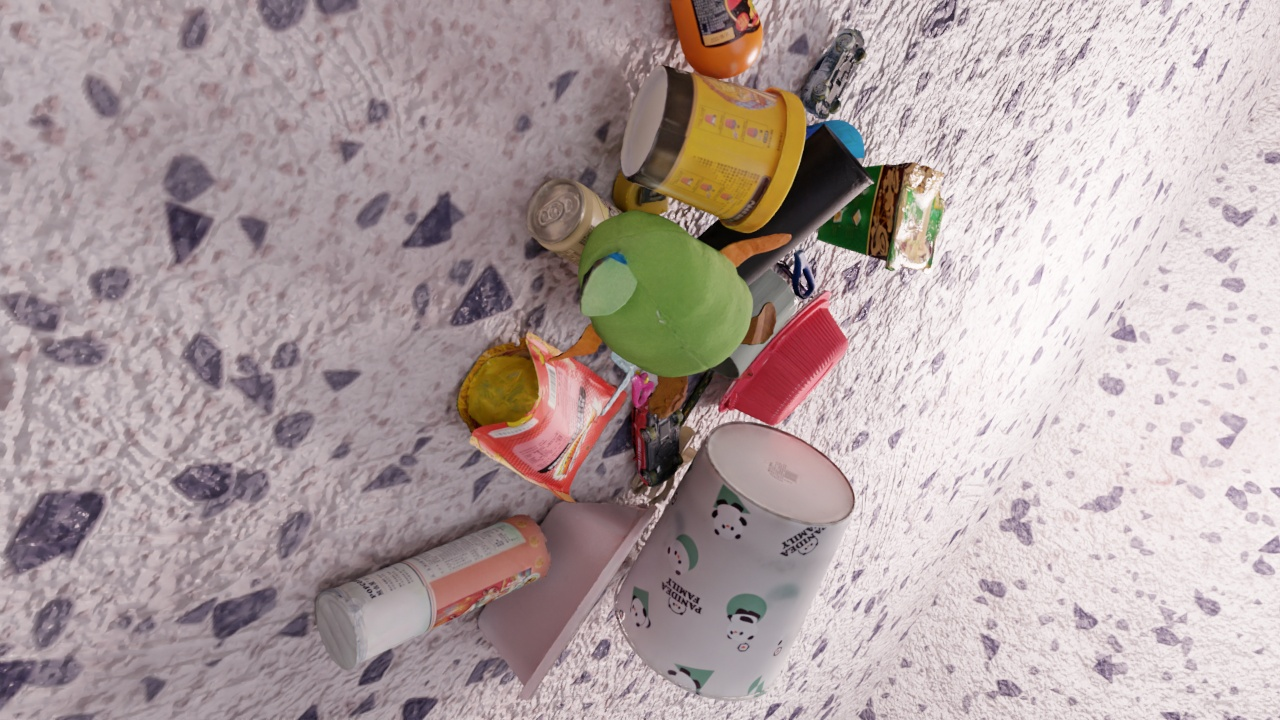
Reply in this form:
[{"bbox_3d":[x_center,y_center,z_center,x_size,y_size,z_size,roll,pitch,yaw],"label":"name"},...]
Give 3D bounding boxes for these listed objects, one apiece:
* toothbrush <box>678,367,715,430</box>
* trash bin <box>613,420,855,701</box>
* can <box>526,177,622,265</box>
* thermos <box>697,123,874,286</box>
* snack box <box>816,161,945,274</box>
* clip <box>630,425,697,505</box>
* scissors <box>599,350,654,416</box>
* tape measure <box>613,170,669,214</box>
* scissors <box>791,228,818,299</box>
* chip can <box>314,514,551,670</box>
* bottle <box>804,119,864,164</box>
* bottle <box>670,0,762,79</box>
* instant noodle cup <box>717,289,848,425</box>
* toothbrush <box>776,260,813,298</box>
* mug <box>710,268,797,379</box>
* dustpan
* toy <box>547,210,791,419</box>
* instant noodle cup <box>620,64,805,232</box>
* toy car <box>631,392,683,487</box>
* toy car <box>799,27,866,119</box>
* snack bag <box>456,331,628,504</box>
[{"bbox_3d":[0.083,0.016,1.059,0.012,0.017,0.186,23,101,-52],"label":"toothbrush"},{"bbox_3d":[0.114,0.224,1.079,0.229,0.229,0.252,-11,131,-47],"label":"trash bin"},{"bbox_3d":[-0.038,-0.104,0.761,0.058,0.058,0.116,-58,147,5],"label":"can"},{"bbox_3d":[0.091,-0.110,0.836,0.243,0.068,0.090,-40,151,20],"label":"thermos"},{"bbox_3d":[0.265,-0.161,1.025,0.118,0.106,0.117,0,101,-50],"label":"snack box"},{"bbox_3d":[0.032,0.126,1.085,0.099,0.035,0.070,-48,147,-25],"label":"clip"},{"bbox_3d":[-0.005,0.004,0.913,0.133,0.017,0.133,-66,158,-8],"label":"scissors"},{"bbox_3d":[0.005,-0.149,0.803,0.057,0.029,0.060,-29,139,-33],"label":"tape measure"},{"bbox_3d":[0.184,-0.136,1.039,0.162,0.012,0.176,-47,141,-23],"label":"scissors"},{"bbox_3d":[-0.184,0.207,0.848,0.214,0.071,0.071,-16,131,-44],"label":"chip can"},{"bbox_3d":[0.135,-0.195,0.892,0.218,0.065,0.065,-18,132,-42],"label":"bottle"},{"bbox_3d":[0.048,-0.291,0.706,0.066,0.067,0.149,-46,139,-13],"label":"bottle"},{"bbox_3d":[0.178,0.009,1.074,0.193,0.066,0.194,-45,167,-13],"label":"instant noodle cup"},{"bbox_3d":[0.172,-0.106,1.067,0.189,0.014,0.016,30,82,-57],"label":"toothbrush"},{"bbox_3d":[0.094,-0.058,0.963,0.103,0.084,0.124,-46,121,-14],"label":"mug"},{"bbox_3d":[-0.055,0.270,1.005,0.222,0.139,0.273,-58,146,4],"label":"dustpan"},{"bbox_3d":[0.026,-0.044,0.763,0.227,0.090,0.247,-31,147,8],"label":"toy"},{"bbox_3d":[0.053,-0.174,0.740,0.114,0.118,0.119,13,113,-20],"label":"instant noodle cup"},{"bbox_3d":[0.017,0.087,1.015,0.052,0.045,0.121,-29,134,-30],"label":"toy car"},{"bbox_3d":[0.191,-0.285,0.909,0.043,0.034,0.090,15,105,-53],"label":"toy car"},{"bbox_3d":[-0.082,0.055,0.852,0.128,0.073,0.208,-65,153,-9],"label":"snack bag"}]
